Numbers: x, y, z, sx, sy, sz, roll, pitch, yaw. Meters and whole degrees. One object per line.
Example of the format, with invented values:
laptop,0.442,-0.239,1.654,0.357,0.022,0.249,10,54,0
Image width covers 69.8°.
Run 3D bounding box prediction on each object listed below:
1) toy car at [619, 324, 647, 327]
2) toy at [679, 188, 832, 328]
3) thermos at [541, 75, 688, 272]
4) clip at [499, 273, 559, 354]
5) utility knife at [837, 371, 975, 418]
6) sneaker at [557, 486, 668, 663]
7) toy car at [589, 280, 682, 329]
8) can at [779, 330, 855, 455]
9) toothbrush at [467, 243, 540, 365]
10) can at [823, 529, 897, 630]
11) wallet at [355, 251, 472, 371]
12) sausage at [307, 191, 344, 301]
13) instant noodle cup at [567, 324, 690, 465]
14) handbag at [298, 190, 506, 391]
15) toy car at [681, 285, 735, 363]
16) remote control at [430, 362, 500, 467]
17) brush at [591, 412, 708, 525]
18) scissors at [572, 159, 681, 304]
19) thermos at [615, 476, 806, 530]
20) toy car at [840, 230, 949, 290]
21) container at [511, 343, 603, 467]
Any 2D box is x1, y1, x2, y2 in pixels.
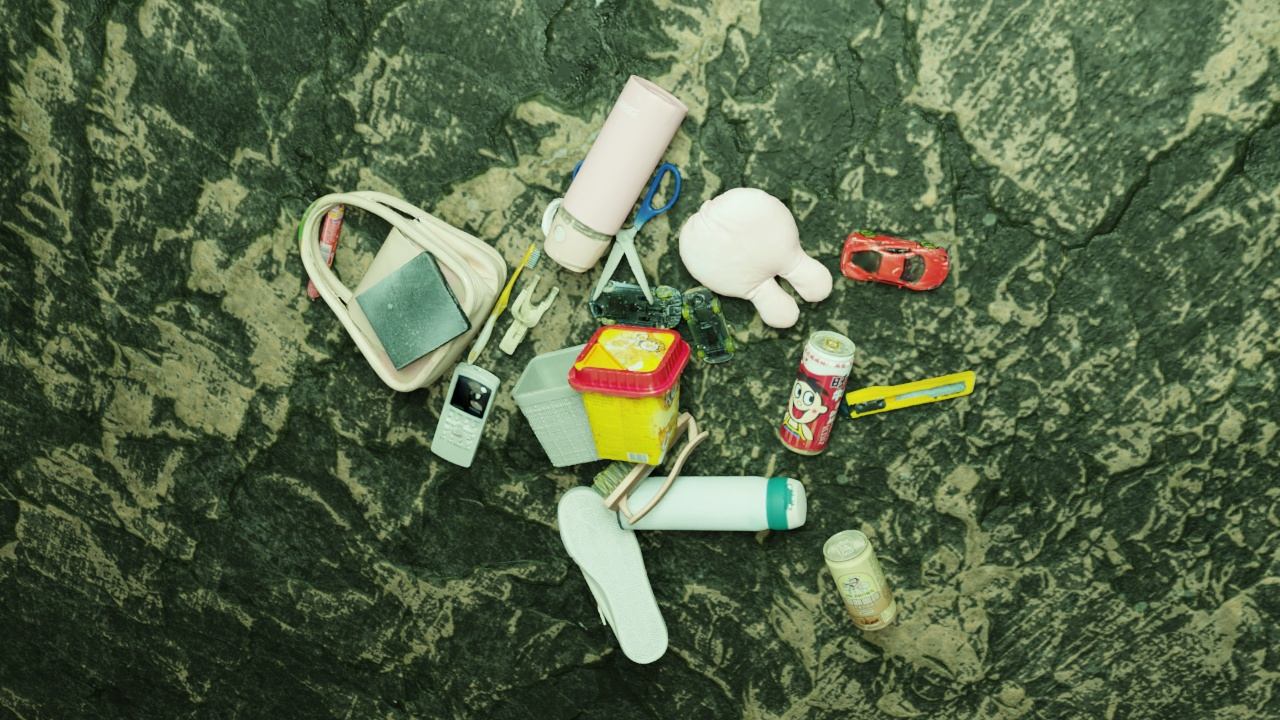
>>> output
toy car,-0.006,0.006,1.061,0.048,0.032,0.105,2,118,15
toy,0.118,-0.104,0.949,0.159,0.054,0.122,43,119,-12
thermos,-0.035,-0.189,0.928,0.087,0.067,0.199,49,119,31
clip,-0.136,-0.045,1.047,0.035,0.083,0.105,34,111,-5
utility knife,0.288,0.038,1.004,0.154,0.015,0.033,-14,117,22
sneaker,-0.034,0.272,1.201,0.089,0.091,0.242,-25,92,-4
toy car,-0.005,-0.063,1.020,0.106,0.031,0.049,7,117,14
can,0.194,0.036,1.008,0.053,0.053,0.133,15,122,7
toothbrush,-0.162,-0.061,1.077,0.018,0.016,0.192,28,122,-11
can,0.268,0.268,1.116,0.059,0.058,0.116,-16,113,23
wallet,-0.250,-0.053,1.008,0.121,0.019,0.097,-27,96,28
sausage,-0.374,-0.133,1.093,0.020,0.020,0.156,27,122,-1
instant noodle cup,-0.007,0.040,1.000,0.116,0.116,0.124,5,122,18
handbag,-0.289,-0.096,1.057,0.234,0.093,0.194,40,121,-3
toy car,0.077,-0.039,1.009,0.042,0.035,0.090,-11,115,23
remote control,-0.224,0.071,1.165,0.058,0.021,0.150,24,123,1
brush,0.013,0.120,1.077,0.073,0.063,0.145,41,86,16
scissors,-0.016,-0.144,0.975,0.162,0.012,0.175,46,112,-3
thermos,0.086,0.174,1.111,0.224,0.073,0.073,-2,118,17
toy car,0.257,-0.099,0.927,0.106,0.031,0.049,12,122,7
container,-0.079,0.056,1.077,0.090,0.090,0.114,-12,117,22
